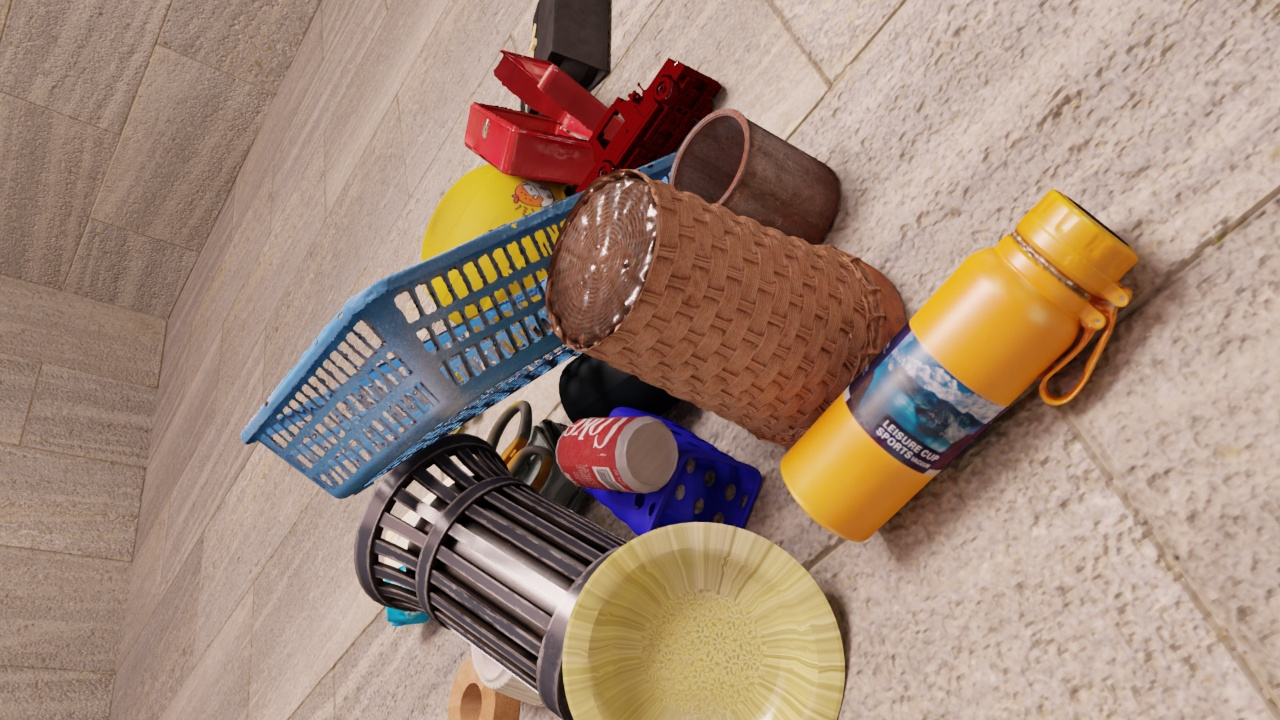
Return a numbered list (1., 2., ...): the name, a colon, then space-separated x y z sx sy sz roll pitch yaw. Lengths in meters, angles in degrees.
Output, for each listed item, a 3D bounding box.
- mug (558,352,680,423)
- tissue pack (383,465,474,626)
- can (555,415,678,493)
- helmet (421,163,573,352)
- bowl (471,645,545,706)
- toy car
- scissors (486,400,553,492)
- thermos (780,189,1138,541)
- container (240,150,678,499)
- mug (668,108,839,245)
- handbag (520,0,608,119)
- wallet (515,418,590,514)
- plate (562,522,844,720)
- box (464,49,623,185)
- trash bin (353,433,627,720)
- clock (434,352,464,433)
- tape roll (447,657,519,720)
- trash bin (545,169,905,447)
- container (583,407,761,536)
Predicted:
1. mug: -0.005 0.005 0.818 0.095 0.085 0.121 -34 20 40
2. tissue pack: -0.219 0.205 1.024 0.210 0.066 0.116 -42 43 34
3. can: -0.020 0.068 0.672 0.097 0.054 0.054 -7 69 55
4. helmet: -0.181 -0.141 1.065 0.210 0.139 0.239 -53 38 25
5. bowl: -0.111 0.259 0.852 0.116 0.062 0.115 -28 54 45
6. toy car: 0.002 -0.224 0.911 0.170 0.070 0.062 -51 51 27
7. scissors: -0.164 0.134 0.924 0.230 0.016 0.113 -46 51 29
8. thermos: 0.191 0.011 0.550 0.233 0.091 0.076 -52 10 25
9. container: -0.107 -0.026 0.733 0.258 0.360 0.089 -34 90 45
10. mug: 0.085 -0.119 0.719 0.096 0.110 0.123 15 88 61
11. handbag: -0.116 -0.388 1.175 0.196 0.072 0.175 -38 45 53
12. wallet: -0.101 0.135 0.911 0.132 0.054 0.100 -63 34 19
13. plate: 0.042 0.202 0.621 0.036 0.184 0.184 45 -119 -82
14. box: -0.112 -0.255 1.036 0.126 0.137 0.157 -60 35 5
15. trash bin: -0.094 0.176 0.742 0.228 0.164 0.164 22 93 35
16. clock: -0.235 0.042 1.128 0.084 0.057 0.118 -42 44 35
17. tape roll: -0.156 0.341 0.905 0.094 0.027 0.093 -28 53 45
18. trash bin: 0.056 -0.031 0.626 0.152 0.210 0.151 -27 55 46
19. container: 0.021 0.096 0.727 0.114 0.085 0.084 29 98 56
